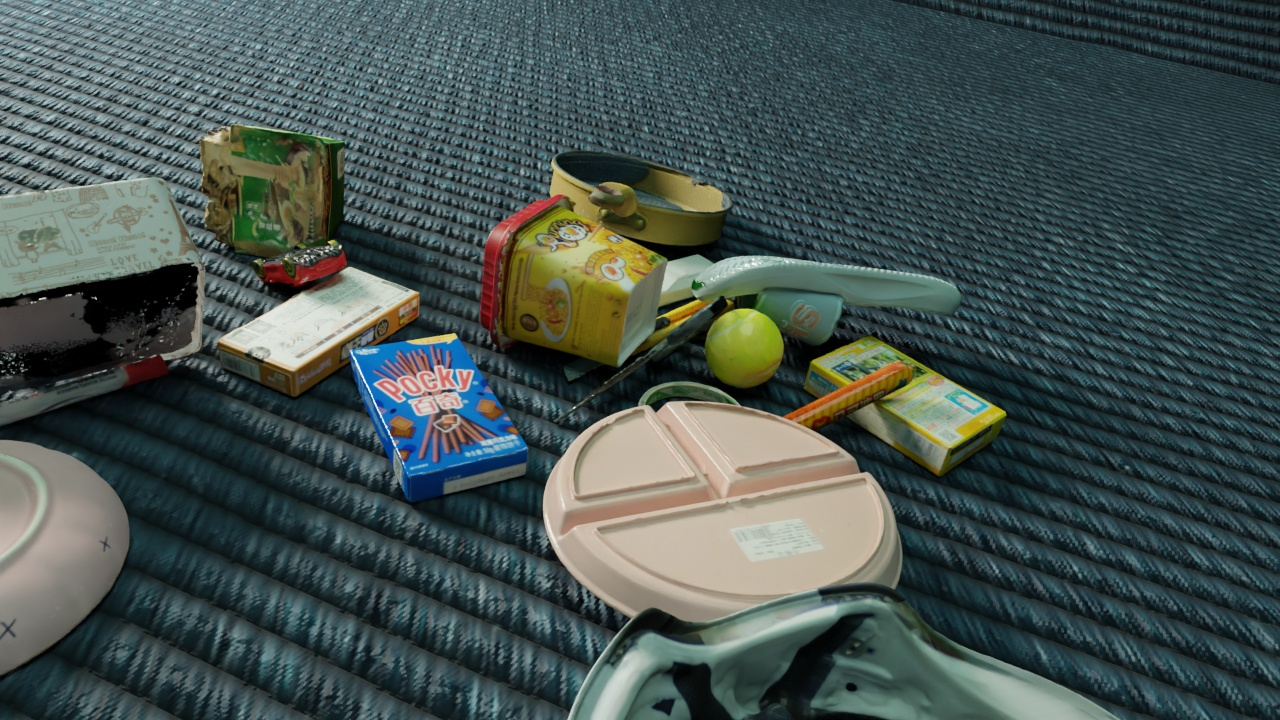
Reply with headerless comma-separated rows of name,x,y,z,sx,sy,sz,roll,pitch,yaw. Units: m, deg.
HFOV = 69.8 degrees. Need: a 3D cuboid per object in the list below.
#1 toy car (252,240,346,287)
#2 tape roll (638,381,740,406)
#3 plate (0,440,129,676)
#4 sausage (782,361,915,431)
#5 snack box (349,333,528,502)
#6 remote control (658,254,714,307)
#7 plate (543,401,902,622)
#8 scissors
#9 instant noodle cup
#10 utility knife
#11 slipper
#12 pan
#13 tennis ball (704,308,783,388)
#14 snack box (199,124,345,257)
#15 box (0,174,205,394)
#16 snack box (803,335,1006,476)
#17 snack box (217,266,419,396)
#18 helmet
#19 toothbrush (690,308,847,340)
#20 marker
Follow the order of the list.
toy car,-0.295,-0.082,0.790,0.106,0.031,0.049,6,28,44
tape roll,0.040,0.046,0.711,0.086,0.014,0.085,6,33,-4
plate,-0.388,0.101,0.498,0.192,0.039,0.192,6,33,-4
sausage,0.147,0.037,0.709,0.165,0.021,0.021,-24,43,-16
snack box,-0.150,0.035,0.668,0.084,0.026,0.157,-11,38,-27
remote control,0.026,-0.076,0.883,0.124,0.024,0.049,-20,43,-36
plate,0.054,0.089,0.583,0.229,0.028,0.229,6,29,-4
scissors,0.005,-0.004,0.729,0.014,0.164,0.164,54,12,5
instant noodle cup,-0.052,-0.060,0.756,0.124,0.116,0.115,22,35,16
utility knife,0.014,-0.025,0.811,0.033,0.015,0.222,31,39,33
slipper,0.164,-0.051,0.820,0.245,0.074,0.104,4,9,-8
pan,-0.009,-0.163,0.901,0.198,0.078,0.356,16,23,3
tennis ball,0.086,-0.010,0.759,0.065,0.066,0.065,6,33,-4
snack box,-0.331,-0.167,0.864,0.117,0.118,0.105,10,23,1
box,-0.431,-0.048,0.669,0.179,0.136,0.270,-17,11,-34
snack box,0.216,0.033,0.758,0.086,0.034,0.140,-21,45,-38
snack box,-0.253,-0.028,0.738,0.075,0.026,0.153,20,34,17
helmet,0.083,0.215,0.345,0.258,0.146,0.228,5,34,-21
toothbrush,0.122,-0.035,0.860,0.188,0.017,0.014,-8,49,-30
marker,-0.402,0.025,0.630,0.144,0.017,0.017,-24,46,-40
